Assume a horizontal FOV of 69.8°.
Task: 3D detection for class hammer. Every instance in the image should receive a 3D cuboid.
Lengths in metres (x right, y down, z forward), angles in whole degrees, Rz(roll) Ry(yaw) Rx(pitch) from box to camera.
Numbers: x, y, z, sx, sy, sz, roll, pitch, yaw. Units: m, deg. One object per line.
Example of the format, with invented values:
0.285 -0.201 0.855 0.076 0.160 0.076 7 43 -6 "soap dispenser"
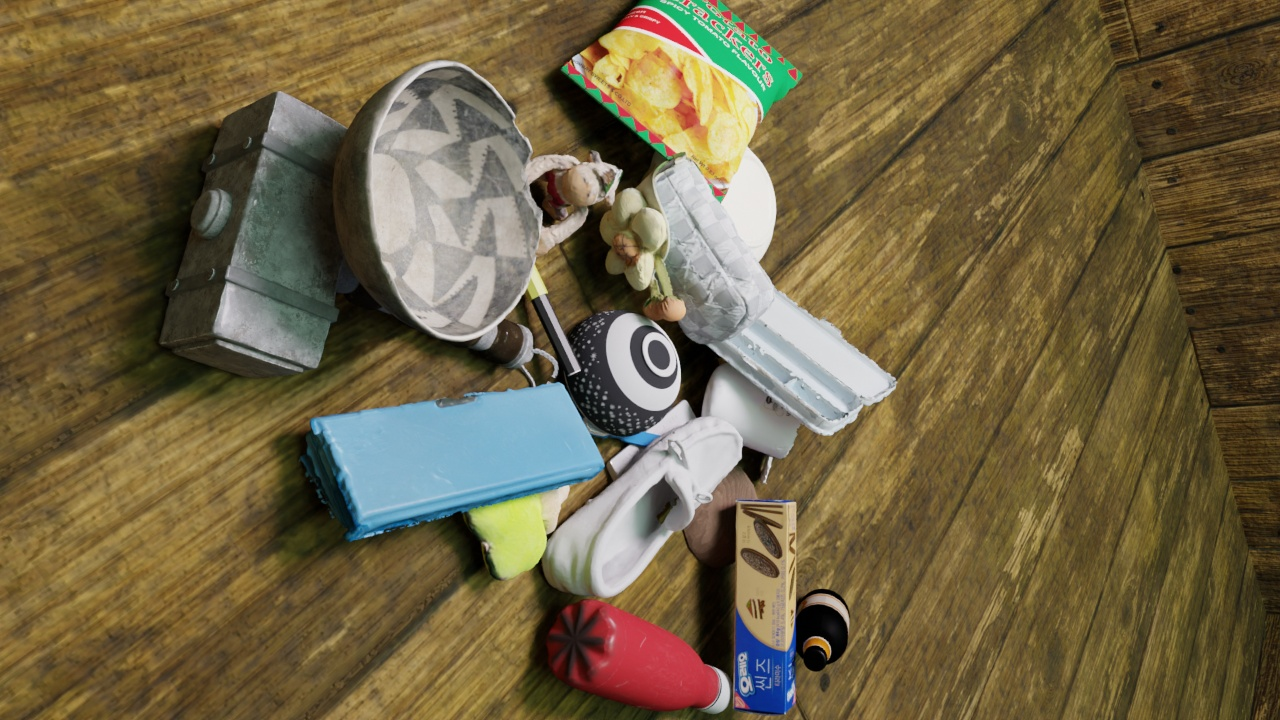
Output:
-0.178 -0.047 0.698 0.326 0.080 0.176 26 65 -47 "hammer"

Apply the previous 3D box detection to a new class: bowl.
0.093 0.161 0.973 0.117 0.030 0.117 9 77 -45 "bowl"
-0.005 0.005 0.852 0.120 0.067 0.120 22 56 -38 "bowl"
0.093 -0.174 1.006 0.218 0.060 0.188 -10 91 -46 "bowl"
-0.147 -0.103 0.614 0.178 0.081 0.178 -6 97 -64 "bowl"

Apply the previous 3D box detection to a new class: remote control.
0.014 0.083 0.915 0.130 0.012 0.033 -36 102 -43 "remote control"

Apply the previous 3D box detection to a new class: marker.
-0.084 -0.045 0.811 0.124 0.017 0.021 65 10 0 "marker"

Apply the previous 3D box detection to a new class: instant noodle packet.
0.054 -0.296 0.942 0.195 0.091 0.251 38 53 -9 "instant noodle packet"

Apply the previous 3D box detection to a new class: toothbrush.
0.008 0.076 0.892 0.166 0.014 0.016 16 64 -37 "toothbrush"

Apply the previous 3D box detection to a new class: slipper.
0.016 0.131 0.851 0.246 0.075 0.112 -36 136 -39 "slipper"

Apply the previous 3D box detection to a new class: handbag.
0.039 -0.091 0.866 0.123 0.113 0.171 -36 92 -36 "handbag"

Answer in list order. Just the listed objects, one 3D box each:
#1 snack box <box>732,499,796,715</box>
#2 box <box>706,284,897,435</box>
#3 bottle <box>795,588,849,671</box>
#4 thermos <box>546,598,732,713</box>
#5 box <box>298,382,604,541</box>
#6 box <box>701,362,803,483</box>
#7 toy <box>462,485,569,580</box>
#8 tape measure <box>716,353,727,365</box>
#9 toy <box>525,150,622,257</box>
0.127 0.244 0.921 0.056 0.057 0.206 21 69 -68 "snack box"
0.159 -0.012 0.979 0.209 0.037 0.188 40 30 20 "box"
0.191 0.292 0.977 0.181 0.059 0.059 2 81 -76 "bottle"
0.012 0.282 0.840 0.240 0.073 0.073 39 57 -45 "thermos"
-0.138 0.076 0.710 0.231 0.053 0.093 -8 61 -46 "box"
0.111 0.070 0.991 0.106 0.151 0.080 21 58 3 "box"
-0.100 0.123 0.768 0.115 0.046 0.092 -43 116 -49 "toy"
0.116 -0.005 1.019 0.065 0.037 0.064 -18 96 -46 "tape measure"
-0.063 -0.145 0.811 0.074 0.106 0.085 -66 139 -56 "toy"
